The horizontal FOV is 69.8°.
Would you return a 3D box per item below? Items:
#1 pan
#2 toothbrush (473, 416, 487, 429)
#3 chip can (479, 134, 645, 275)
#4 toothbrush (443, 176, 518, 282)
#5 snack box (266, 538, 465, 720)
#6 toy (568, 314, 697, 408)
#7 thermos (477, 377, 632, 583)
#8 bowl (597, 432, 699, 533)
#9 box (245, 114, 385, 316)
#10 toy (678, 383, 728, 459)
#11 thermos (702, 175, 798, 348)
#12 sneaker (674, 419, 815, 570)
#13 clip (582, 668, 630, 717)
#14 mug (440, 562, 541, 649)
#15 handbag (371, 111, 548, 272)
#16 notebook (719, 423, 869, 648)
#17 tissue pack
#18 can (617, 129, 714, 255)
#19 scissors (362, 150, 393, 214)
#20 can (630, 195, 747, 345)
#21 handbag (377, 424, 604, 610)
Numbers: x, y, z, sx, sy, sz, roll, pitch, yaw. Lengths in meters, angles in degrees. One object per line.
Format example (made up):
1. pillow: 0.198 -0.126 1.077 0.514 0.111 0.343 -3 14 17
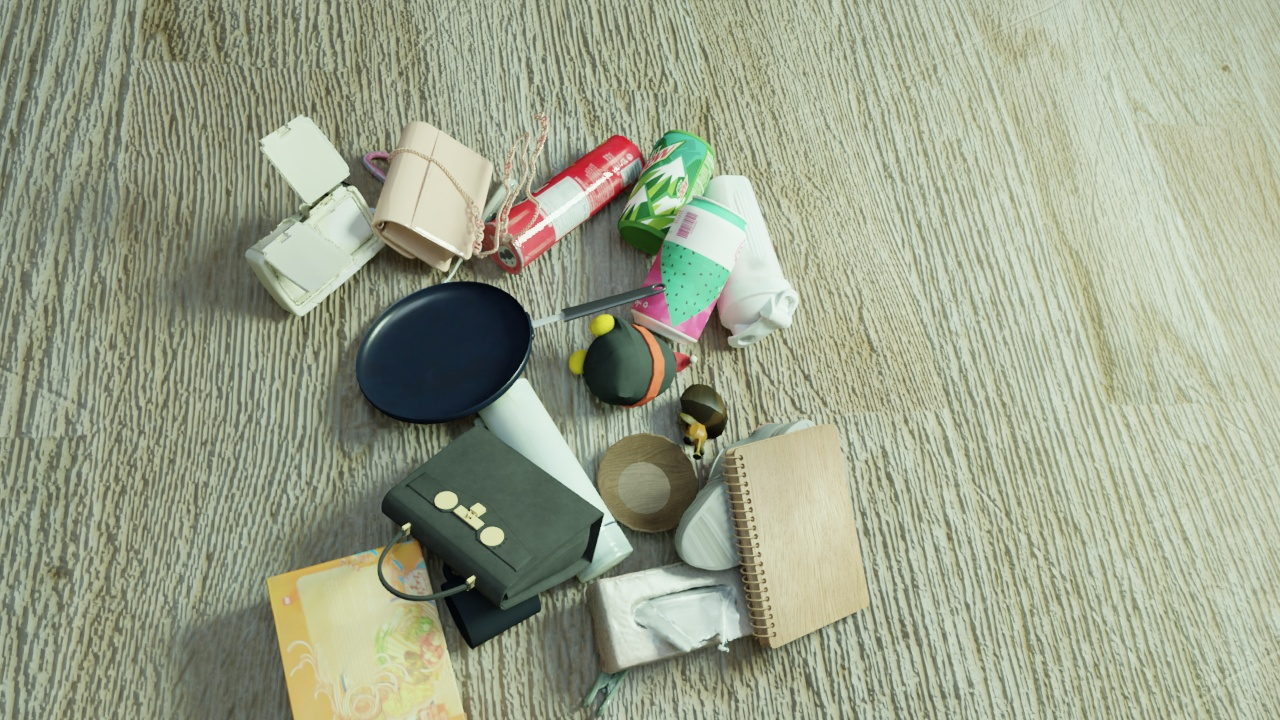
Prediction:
1. pan: -0.142 -0.032 1.026 0.356 0.021 0.198 -16 51 -3
2. toothbrush: -0.139 0.142 1.008 0.012 0.017 0.186 -22 72 -26
3. chip can: -0.092 -0.201 1.153 0.073 0.073 0.232 43 62 8
4. toothbrush: -0.202 -0.158 1.133 0.024 0.022 0.185 18 60 13
5. snack box: -0.258 0.287 0.873 0.145 0.081 0.195 -13 69 -20
6. toy: -0.006 0.006 1.067 0.119 0.098 0.099 0 46 -39
7. thermos: -0.095 0.128 0.998 0.067 0.068 0.230 -27 75 -24
8. bowl: 0.006 0.141 1.037 0.117 0.030 0.117 6 64 -12
9. box: -0.346 -0.144 0.979 0.101 0.194 0.143 24 62 33
10. toy: 0.069 0.075 1.069 0.076 0.063 0.099 47 39 -30
11. thermos: 0.131 -0.132 1.164 0.099 0.100 0.220 -3 62 -16
12. sneaker: 0.107 0.147 1.029 0.235 0.090 0.099 -35 105 -33
13. clip: -0.031 0.328 0.944 0.047 0.023 0.076 33 60 4
14. mug: -0.160 0.230 0.937 0.077 0.071 0.105 -25 51 -23
15. handbag: -0.207 -0.221 1.054 0.116 0.188 0.198 32 52 -36
16. notebook: 0.168 0.186 0.996 0.168 0.022 0.210 -10 89 -37
17. tissue pack: 0.043 0.263 0.957 0.181 0.071 0.103 -3 65 -29
18. can: 0.034 -0.213 1.167 0.083 0.083 0.144 25 75 -2
19. scissors: -0.298 -0.181 1.126 0.172 0.014 0.158 43 62 4
20. can: 0.059 -0.106 1.096 0.088 0.088 0.166 26 92 -1
21. handbag: -0.169 0.170 0.886 0.176 0.072 0.195 31 36 25
